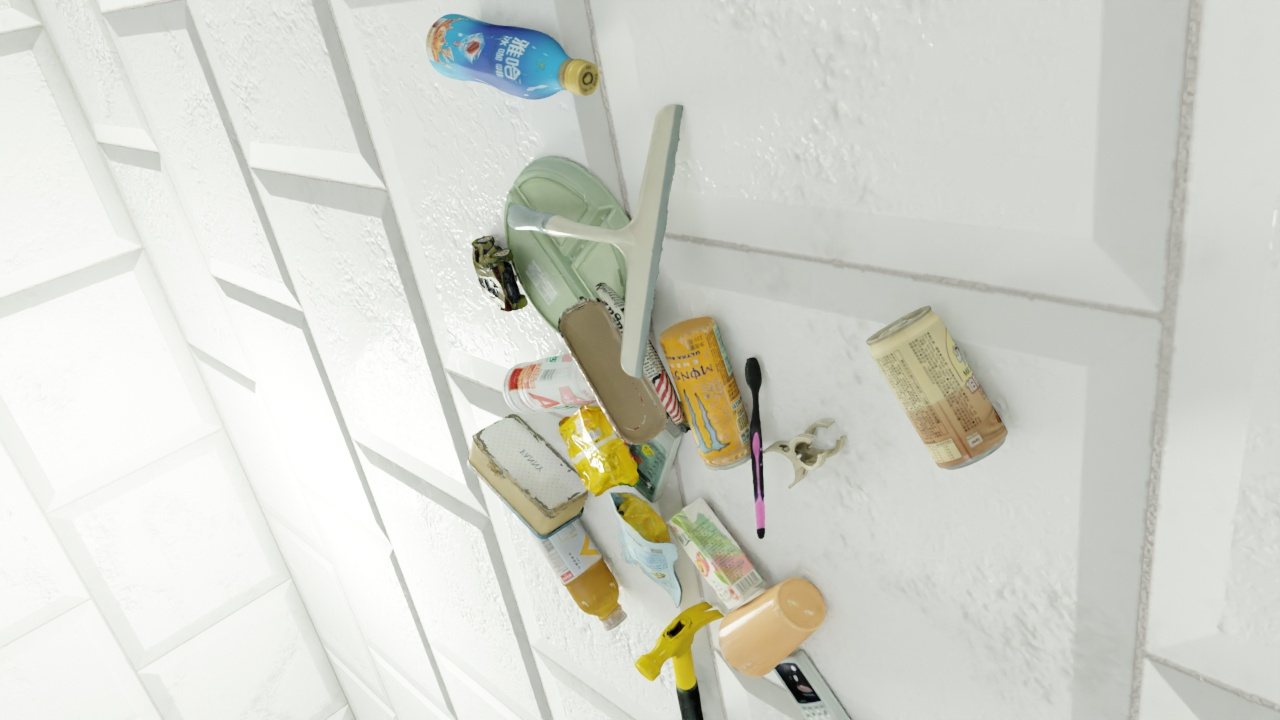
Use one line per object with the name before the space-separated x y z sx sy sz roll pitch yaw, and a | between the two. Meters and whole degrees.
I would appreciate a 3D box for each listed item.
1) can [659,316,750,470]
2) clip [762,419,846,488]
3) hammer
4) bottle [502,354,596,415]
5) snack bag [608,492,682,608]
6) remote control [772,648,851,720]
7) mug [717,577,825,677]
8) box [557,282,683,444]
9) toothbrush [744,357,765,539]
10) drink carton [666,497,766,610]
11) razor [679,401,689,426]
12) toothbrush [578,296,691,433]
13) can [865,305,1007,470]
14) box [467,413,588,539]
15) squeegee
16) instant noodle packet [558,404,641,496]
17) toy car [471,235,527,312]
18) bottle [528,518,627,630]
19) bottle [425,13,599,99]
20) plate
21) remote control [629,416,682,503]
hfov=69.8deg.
can | 0.067 0.032 0.905 0.058 0.058 0.146 1 116 51
clip | 0.154 0.088 0.863 0.072 0.034 0.100 54 150 6
hammer | 0.059 0.410 1.176 0.033 0.128 0.301 33 149 32
bottle | -0.088 0.025 1.093 0.197 0.068 0.068 -11 107 49
snack bag | 0.008 0.233 1.129 0.110 0.038 0.191 30 153 24
remote control | 0.204 0.396 1.043 0.150 0.021 0.058 55 145 5
mug | 0.145 0.284 0.992 0.078 0.078 0.123 49 139 14
box | -0.017 0.002 0.922 0.162 0.075 0.086 61 163 6
toothbrush | 0.113 0.087 0.897 0.018 0.014 0.189 -132 36 -71
drink carton | 0.085 0.216 1.033 0.122 0.045 0.054 53 158 12
razor | 0.016 0.038 0.970 0.143 0.022 0.043 23 126 17
toothbrush | -0.006 0.006 0.984 0.189 0.016 0.014 50 140 -9
can | 0.225 0.021 0.698 0.116 0.058 0.059 59 146 -1
box | -0.149 0.159 1.247 0.184 0.089 0.063 44 137 23
squeegee | -0.073 -0.131 0.898 0.247 0.039 0.246 20 106 46
instant noodle packet | -0.050 0.107 1.102 0.110 0.044 0.129 63 156 3
toy car | -0.173 -0.103 1.087 0.158 0.042 0.070 -138 30 -63
bottle | -0.084 0.288 1.281 0.189 0.067 0.068 57 146 3
bottle | -0.124 -0.291 0.893 0.219 0.065 0.065 27 135 37
plate | -0.077 -0.109 1.007 0.230 0.027 0.231 32 137 35
remote control | 0.013 0.109 1.066 0.056 0.019 0.135 42 142 23
